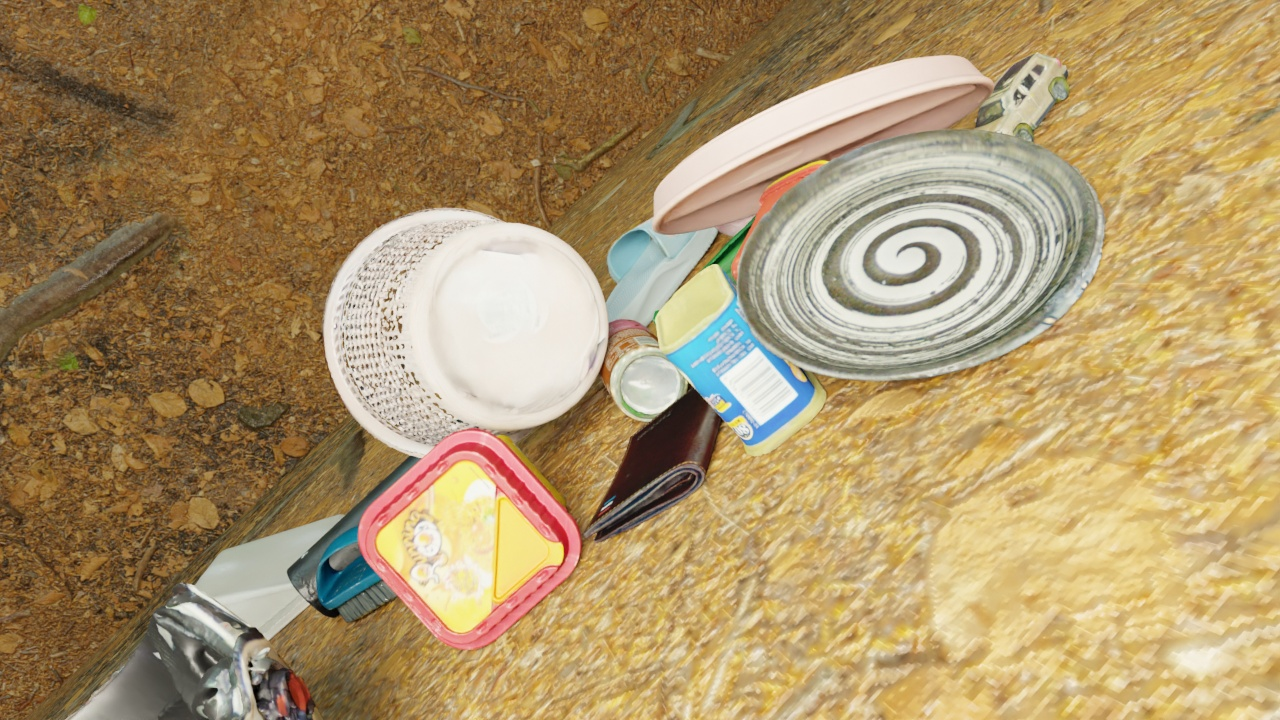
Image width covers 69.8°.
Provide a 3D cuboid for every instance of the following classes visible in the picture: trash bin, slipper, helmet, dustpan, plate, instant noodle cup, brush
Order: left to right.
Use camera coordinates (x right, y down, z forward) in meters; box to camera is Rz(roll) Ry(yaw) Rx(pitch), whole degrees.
[{"bbox_3d":[-0.227,0.247,0.427,0.229,0.157,0.274,-46,25,-18],"label":"helmet"},{"bbox_3d":[-0.459,0.312,1.148,0.257,0.143,0.222,-13,15,-3],"label":"dustpan"},{"bbox_3d":[-0.243,0.182,0.817,0.144,0.073,0.055,-33,22,33],"label":"brush"},{"bbox_3d":[-0.128,-0.024,0.740,0.227,0.227,0.192,-47,18,-18],"label":"trash bin"},{"bbox_3d":[-0.106,0.108,0.614,0.116,0.116,0.123,-42,3,5],"label":"instant noodle cup"},{"bbox_3d":[0.000,-0.099,0.979,0.104,0.074,0.244,-22,29,55],"label":"slipper"},{"bbox_3d":[0.111,-0.138,0.599,0.229,0.028,0.229,-20,-2,-1],"label":"plate"},{"bbox_3d":[0.138,-0.053,0.470,0.180,0.024,0.179,-17,44,16],"label":"plate"}]

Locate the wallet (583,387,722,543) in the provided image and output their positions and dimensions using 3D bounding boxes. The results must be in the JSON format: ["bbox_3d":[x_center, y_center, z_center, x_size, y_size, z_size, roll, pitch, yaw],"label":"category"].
[{"bbox_3d":[0.015,0.060,0.599,0.097,0.020,0.122,-35,14,28],"label":"wallet"}]

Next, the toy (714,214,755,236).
[{"bbox_3d":[0.116,-0.136,0.793,0.121,0.054,0.159,-15,8,-2],"label":"toy"}]

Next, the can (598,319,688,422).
[{"bbox_3d":[-0.004,0.004,0.728,0.058,0.058,0.147,-42,14,1],"label":"can"}]

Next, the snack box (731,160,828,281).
[{"bbox_3d":[0.110,-0.064,0.564,0.080,0.091,0.082,-56,17,-23],"label":"snack box"}]

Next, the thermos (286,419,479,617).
[{"bbox_3d":[-0.238,0.152,0.936,0.242,0.068,0.090,-43,-14,-10],"label":"thermos"}]

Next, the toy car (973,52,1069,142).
[{"bbox_3d":[0.244,-0.164,0.604,0.090,0.035,0.042,-51,14,-21],"label":"toy car"}]

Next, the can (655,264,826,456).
[{"bbox_3d":[0.055,-0.003,0.540,0.057,0.083,0.102,-40,14,10],"label":"can"}]

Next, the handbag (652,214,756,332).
[{"bbox_3d":[0.074,-0.050,0.680,0.131,0.068,0.120,-45,6,-3],"label":"handbag"}]
